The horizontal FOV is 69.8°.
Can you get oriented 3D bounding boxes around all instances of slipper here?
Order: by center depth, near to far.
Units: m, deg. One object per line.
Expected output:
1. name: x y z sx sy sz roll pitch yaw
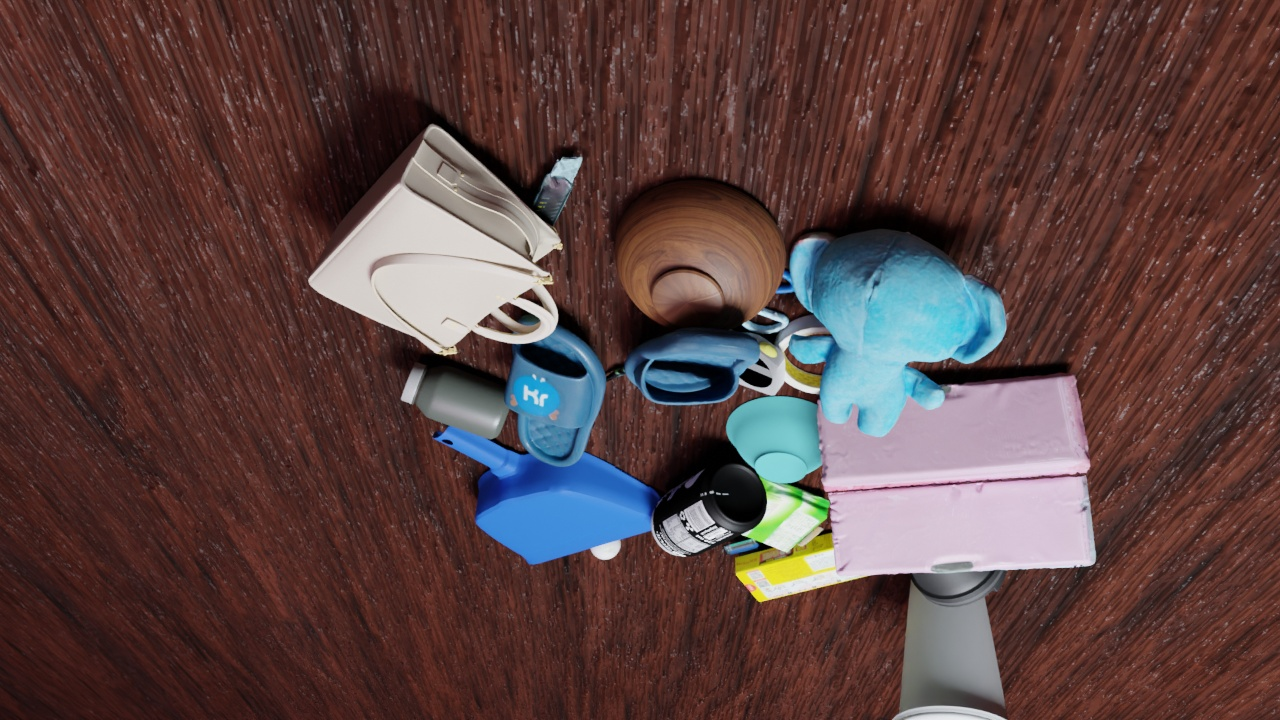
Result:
1. slipper: 0.048 0.012 0.819 0.103 0.059 0.214 7 169 -12
2. slipper: -0.090 0.042 0.935 0.104 0.059 0.214 19 137 12

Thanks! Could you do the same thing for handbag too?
1. handbag: -0.154 -0.077 0.796 0.197 0.101 0.195 35 138 -25

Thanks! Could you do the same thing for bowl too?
1. bowl: 0.044 -0.070 0.767 0.147 0.068 0.147 8 134 8
2. bowl: 0.148 0.093 0.956 0.121 0.046 0.121 8 139 6

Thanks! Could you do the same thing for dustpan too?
1. dustpan: -0.142 0.153 1.093 0.246 0.059 0.257 -24 138 35

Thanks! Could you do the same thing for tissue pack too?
1. tissue pack: 0.154 0.178 1.061 0.099 0.034 0.114 23 139 -8

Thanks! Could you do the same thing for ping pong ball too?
1. ping pong ball: -0.045 0.234 1.174 0.040 0.040 0.040 7 140 6

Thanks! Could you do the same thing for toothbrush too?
1. toothbrush: -0.005 0.005 0.920 0.188 0.014 0.017 -19 130 31

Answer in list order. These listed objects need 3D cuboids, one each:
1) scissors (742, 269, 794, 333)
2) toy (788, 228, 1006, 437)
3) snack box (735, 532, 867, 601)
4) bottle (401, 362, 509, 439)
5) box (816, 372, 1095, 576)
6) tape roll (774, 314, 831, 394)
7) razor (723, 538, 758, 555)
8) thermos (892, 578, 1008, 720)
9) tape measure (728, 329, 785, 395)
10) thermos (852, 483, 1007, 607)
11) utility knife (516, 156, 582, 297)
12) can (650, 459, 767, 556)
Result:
1. scissors: 0.078 -0.053 0.835 0.133 0.020 0.097 -2 134 15
2. toy: 0.203 -0.024 0.763 0.183 0.114 0.181 21 126 25
3. snack box: 0.199 0.252 1.125 0.152 0.025 0.075 -20 131 21
4. bottle: -0.195 0.040 0.975 0.108 0.060 0.060 21 139 -10
5. box: 0.285 0.107 0.839 0.233 0.180 0.050 -8 171 15
6. tape roll: 0.172 -0.005 0.857 0.094 0.019 0.094 7 139 6
7. razor: 0.154 0.264 1.173 0.044 0.018 0.141 -20 132 21
8. thermos: 0.355 0.344 1.054 0.131 0.221 0.132 7 140 6
9. tape measure: 0.105 0.001 0.865 0.065 0.016 0.064 24 147 28
10. thermos: 0.292 0.160 0.960 0.106 0.105 0.218 -22 124 34
11. utility knife: -0.091 -0.114 0.800 0.028 0.020 0.187 24 140 -13
12. can: 0.073 0.167 1.021 0.080 0.080 0.146 25 148 -14
